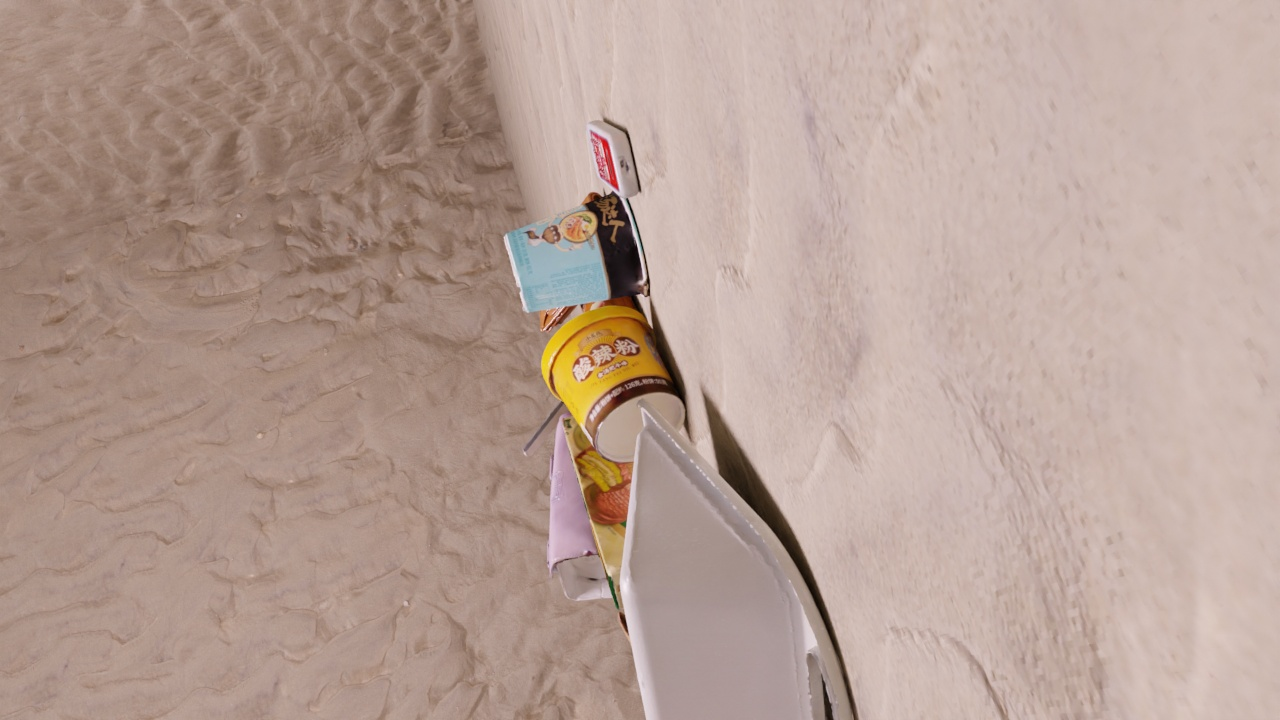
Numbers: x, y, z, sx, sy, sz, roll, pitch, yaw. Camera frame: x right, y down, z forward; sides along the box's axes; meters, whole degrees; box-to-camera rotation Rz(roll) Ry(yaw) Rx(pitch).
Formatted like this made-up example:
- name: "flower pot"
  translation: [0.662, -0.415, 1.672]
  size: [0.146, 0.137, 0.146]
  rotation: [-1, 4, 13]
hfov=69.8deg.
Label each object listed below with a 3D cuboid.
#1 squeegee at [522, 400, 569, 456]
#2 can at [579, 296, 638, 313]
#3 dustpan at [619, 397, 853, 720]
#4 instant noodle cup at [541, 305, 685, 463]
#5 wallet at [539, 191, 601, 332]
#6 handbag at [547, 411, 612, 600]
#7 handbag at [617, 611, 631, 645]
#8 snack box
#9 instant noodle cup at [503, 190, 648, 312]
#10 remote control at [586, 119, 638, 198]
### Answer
- name: "squeegee"
  translation: [-0.043, 0.128, 1.305]
  size: [0.039, 0.245, 0.246]
  rotation: [-11, 123, 43]
- name: "can"
  translation: [-0.035, -0.058, 1.013]
  size: [0.147, 0.058, 0.058]
  rotation: [-113, 9, -47]
- name: "dustpan"
  translation: [0.070, 0.175, 0.663]
  size: [0.257, 0.143, 0.223]
  rotation: [-75, -22, -64]
- name: "instant noodle cup"
  translation: [-0.022, 0.027, 0.884]
  size: [0.119, 0.118, 0.114]
  rotation: [81, 164, -48]
- name: "wallet"
  translation: [-0.075, -0.106, 1.015]
  size: [0.132, 0.031, 0.107]
  rotation: [-48, 38, 38]
- name: "handbag"
  translation: [-0.063, 0.177, 1.120]
  size: [0.145, 0.098, 0.196]
  rotation: [76, -169, -55]
- name: "handbag"
  translation: [0.036, 0.294, 0.980]
  size: [0.204, 0.099, 0.148]
  rotation: [-125, 32, -53]
- name: "snack box"
  translation: [-0.004, 0.141, 0.975]
  size: [0.239, 0.114, 0.063]
  rotation: [-113, 11, -51]
- name: "instant noodle cup"
  translation: [-0.065, -0.098, 0.883]
  size: [0.111, 0.120, 0.111]
  rotation: [163, 91, -83]
- name: "remote control"
  translation: [-0.027, -0.180, 0.814]
  size: [0.136, 0.020, 0.056]
  rotation: [-122, 16, -67]
